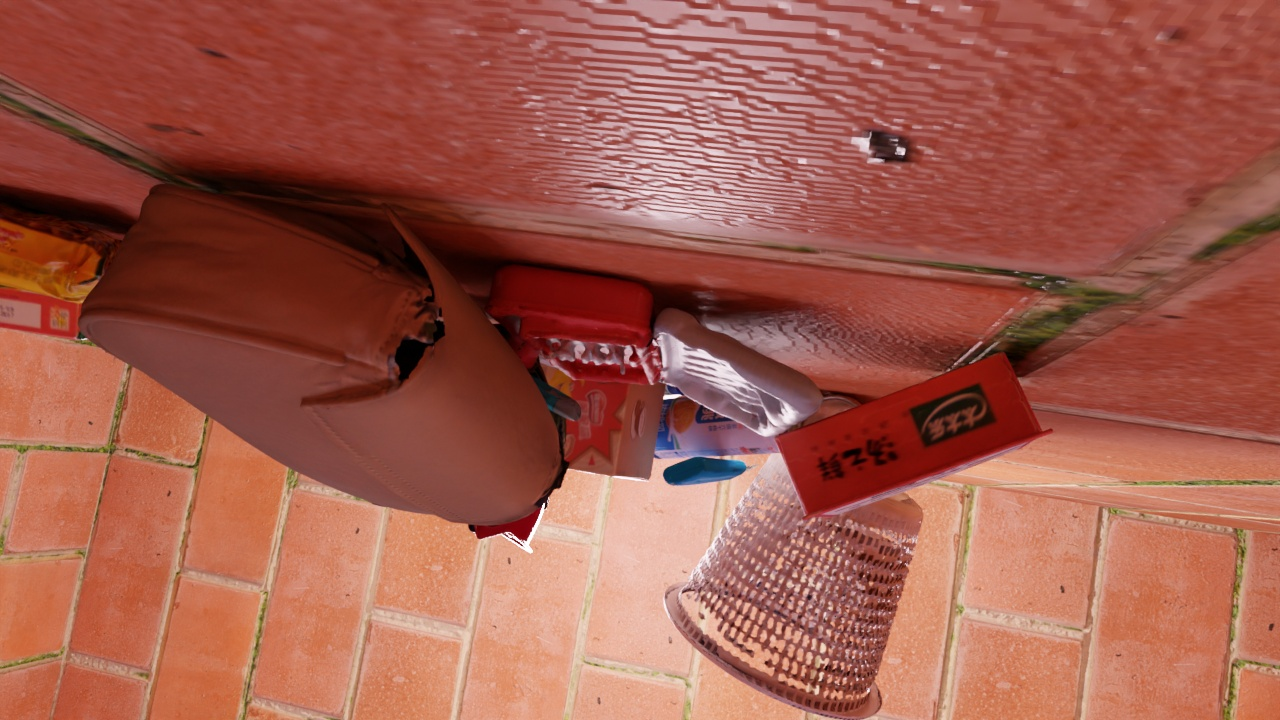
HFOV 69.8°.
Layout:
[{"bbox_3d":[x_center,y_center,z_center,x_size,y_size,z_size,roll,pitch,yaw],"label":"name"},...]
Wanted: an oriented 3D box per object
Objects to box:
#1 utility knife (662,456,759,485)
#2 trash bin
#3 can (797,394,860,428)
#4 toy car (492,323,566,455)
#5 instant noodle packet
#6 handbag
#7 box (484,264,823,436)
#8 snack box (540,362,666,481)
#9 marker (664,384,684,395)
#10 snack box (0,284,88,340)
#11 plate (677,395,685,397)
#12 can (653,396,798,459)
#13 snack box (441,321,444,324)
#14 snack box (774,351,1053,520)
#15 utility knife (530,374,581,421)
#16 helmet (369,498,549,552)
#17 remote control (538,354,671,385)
[{"bbox_3d":[0.071,0.096,0.799,0.034,0.018,0.208,-26,165,18],"label":"utility knife"},{"bbox_3d":[0.162,0.194,0.875,0.227,0.192,0.227,23,-173,-3],"label":"trash bin"},{"bbox_3d":[0.171,0.064,0.765,0.058,0.058,0.146,7,174,22],"label":"can"},{"bbox_3d":[-0.086,0.017,0.546,0.070,0.042,0.158,0,-153,-20],"label":"toy car"},{"bbox_3d":[-0.313,-0.057,0.464,0.128,0.044,0.111,13,176,-6],"label":"instant noodle packet"},{"bbox_3d":[-0.117,0.002,0.391,0.148,0.099,0.204,12,159,17],"label":"handbag"},{"bbox_3d":[0.009,0.000,0.479,0.161,0.050,0.201,17,174,4],"label":"box"},{"bbox_3d":[-0.040,0.046,0.764,0.094,0.092,0.077,7,174,23],"label":"snack box"},{"bbox_3d":[0.018,0.025,0.837,0.017,0.017,0.146,11,174,-14],"label":"marker"},{"bbox_3d":[-0.338,-0.038,0.585,0.077,0.027,0.155,9,-171,6],"label":"snack box"},{"bbox_3d":[0.099,0.053,0.892,0.164,0.034,0.164,6,173,30],"label":"plate"},{"bbox_3d":[0.067,0.054,0.776,0.135,0.053,0.053,-8,165,37],"label":"can"},{"bbox_3d":[-0.199,0.005,0.628,0.053,0.125,0.113,42,162,-18],"label":"snack box"},{"bbox_3d":[0.131,0.040,0.454,0.113,0.044,0.127,-22,165,12],"label":"snack box"},{"bbox_3d":[-0.102,-0.008,0.520,0.178,0.013,0.029,27,-168,22],"label":"utility knife"},{"bbox_3d":[-0.170,0.066,0.818,0.240,0.143,0.207,33,170,-35],"label":"helmet"},{"bbox_3d":[-0.004,0.004,0.653,0.150,0.021,0.058,6,173,36],"label":"remote control"}]
